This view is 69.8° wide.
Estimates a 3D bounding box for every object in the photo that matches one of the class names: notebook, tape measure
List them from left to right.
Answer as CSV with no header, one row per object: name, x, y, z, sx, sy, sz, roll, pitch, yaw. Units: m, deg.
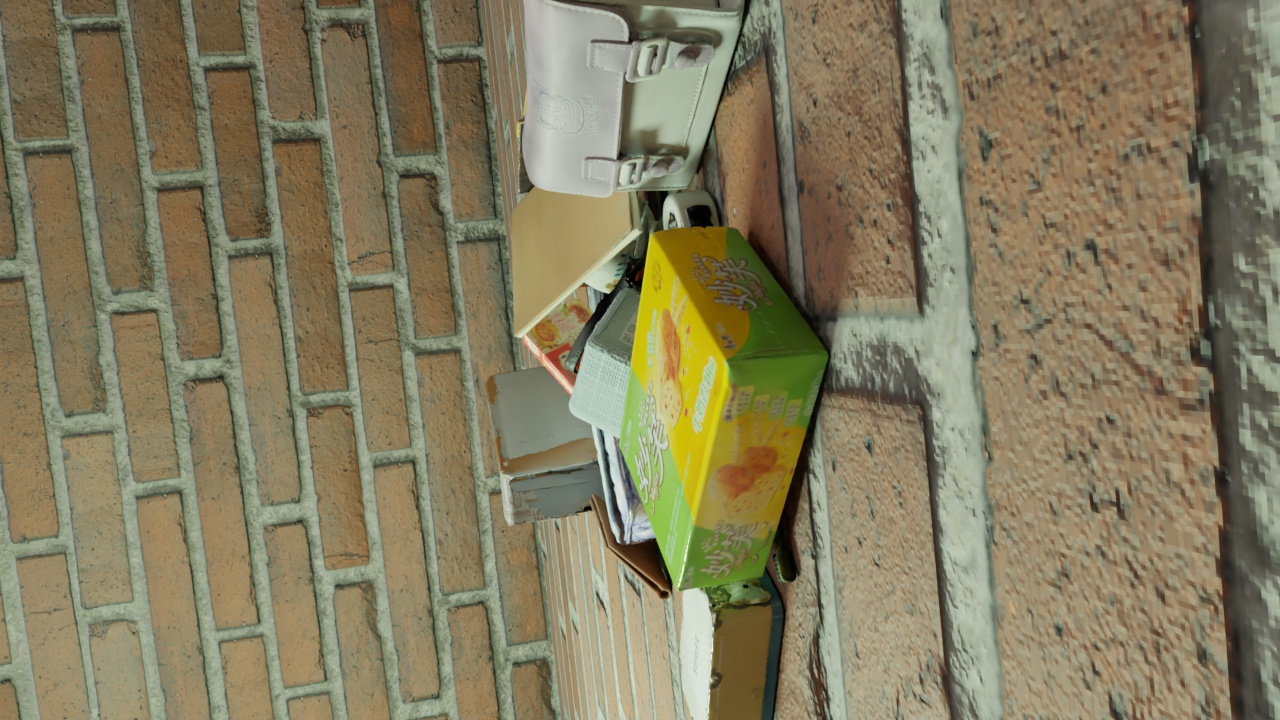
notebook,-0.068,-0.131,0.852,0.212,0.012,0.149,-35,52,47
tape measure,0.041,-0.103,0.741,0.066,0.033,0.066,-132,35,-67

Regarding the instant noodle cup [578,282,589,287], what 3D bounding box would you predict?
instant noodle cup,-0.074,-0.155,1.100,0.124,0.116,0.116,151,112,-65

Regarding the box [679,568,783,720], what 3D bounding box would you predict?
box,0.070,0.239,0.743,0.089,0.059,0.184,-113,18,-55

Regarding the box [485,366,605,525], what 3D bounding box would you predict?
box,-0.098,0.096,1.154,0.157,0.183,0.193,154,109,-78

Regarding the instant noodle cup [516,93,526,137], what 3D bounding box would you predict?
instant noodle cup,-0.072,-0.294,0.993,0.118,0.118,0.114,-122,35,-65

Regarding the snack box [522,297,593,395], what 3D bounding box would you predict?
snack box,-0.055,-0.001,0.965,0.153,0.075,0.025,45,156,34

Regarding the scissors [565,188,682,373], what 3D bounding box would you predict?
scissors,-0.007,-0.077,0.869,0.222,0.022,0.210,-54,-14,16

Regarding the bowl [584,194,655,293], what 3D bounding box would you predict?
bowl,-0.024,-0.129,0.908,0.062,0.113,0.113,-29,64,39

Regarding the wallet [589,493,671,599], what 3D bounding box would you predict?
wallet,-0.013,0.216,1.070,0.115,0.020,0.101,46,-172,-28

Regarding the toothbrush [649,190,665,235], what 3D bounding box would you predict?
toothbrush,0.015,-0.197,0.858,0.015,0.018,0.181,-121,28,-70

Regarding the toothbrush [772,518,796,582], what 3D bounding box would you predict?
toothbrush,0.087,0.070,0.671,0.017,0.012,0.185,116,145,-67

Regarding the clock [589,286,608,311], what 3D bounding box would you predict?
clock,-0.027,-0.080,1.027,0.122,0.055,0.082,-132,36,-72

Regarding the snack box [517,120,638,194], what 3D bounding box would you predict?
snack box,-0.057,-0.213,0.908,0.113,0.125,0.053,107,165,-63

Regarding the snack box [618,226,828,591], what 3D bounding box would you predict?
snack box,0.047,0.034,0.647,0.157,0.070,0.210,-115,27,-48

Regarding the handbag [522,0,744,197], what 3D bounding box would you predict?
handbag,-0.015,-0.209,0.679,0.197,0.145,0.098,104,159,-62

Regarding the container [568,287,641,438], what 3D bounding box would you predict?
container,-0.005,0.005,0.833,0.089,0.090,0.112,-58,-10,-34

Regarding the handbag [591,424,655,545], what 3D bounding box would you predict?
handbag,-0.014,0.094,1.008,0.134,0.075,0.193,96,164,-64
